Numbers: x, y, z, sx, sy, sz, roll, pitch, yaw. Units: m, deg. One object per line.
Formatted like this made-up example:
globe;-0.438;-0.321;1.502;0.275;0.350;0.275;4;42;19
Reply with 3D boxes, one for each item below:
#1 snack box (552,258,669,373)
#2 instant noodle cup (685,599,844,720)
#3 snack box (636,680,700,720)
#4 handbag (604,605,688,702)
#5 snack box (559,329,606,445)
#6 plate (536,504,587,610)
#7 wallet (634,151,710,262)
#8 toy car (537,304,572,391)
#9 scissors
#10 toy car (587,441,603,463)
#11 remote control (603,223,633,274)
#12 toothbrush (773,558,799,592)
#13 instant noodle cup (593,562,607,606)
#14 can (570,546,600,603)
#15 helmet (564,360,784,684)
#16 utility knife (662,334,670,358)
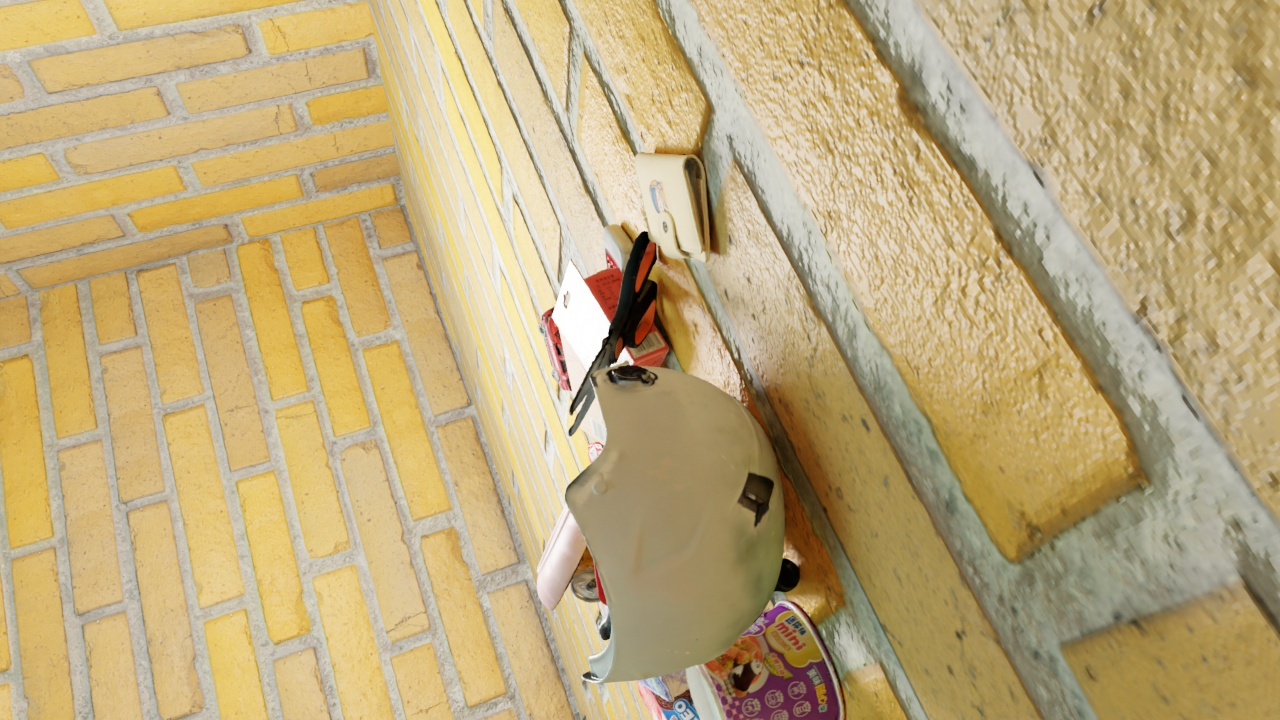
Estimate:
snack box;-0.033;-0.029;0.926;0.127;0.044;0.113;59;153;17
instant noodle cup;0.097;0.266;0.754;0.112;0.099;0.111;164;90;-74
snack box;0.054;0.471;1.199;0.207;0.057;0.058;-137;36;-62
handbag;0.016;0.345;1.159;0.134;0.075;0.194;65;163;2
snack box;-0.060;0.030;1.157;0.084;0.026;0.157;29;135;51
plate;-0.090;0.223;1.177;0.192;0.039;0.192;-158;94;-87
wallet;0.025;-0.123;0.737;0.115;0.024;0.087;-148;42;-66
toy car;-0.096;-0.016;1.222;0.045;0.052;0.120;13;128;48
scissors;-0.023;-0.032;0.765;0.233;0.022;0.162;-39;-42;-70
toy car;-0.054;0.134;1.264;0.106;0.031;0.049;148;104;-77
remote control;-0.019;-0.074;0.949;0.056;0.020;0.136;-121;20;-44
toothbrush;0.095;0.197;0.824;0.213;0.026;0.027;124;148;-71
instant noodle cup;0.002;0.195;1.011;0.123;0.116;0.116;-106;9;-50
can;-0.058;0.261;1.262;0.145;0.058;0.058;-79;-17;-59
helmet;0.036;0.114;0.701;0.258;0.146;0.229;-75;-15;-64
utility knife;-0.006;0.006;0.973;0.033;0.015;0.207;65;158;5
